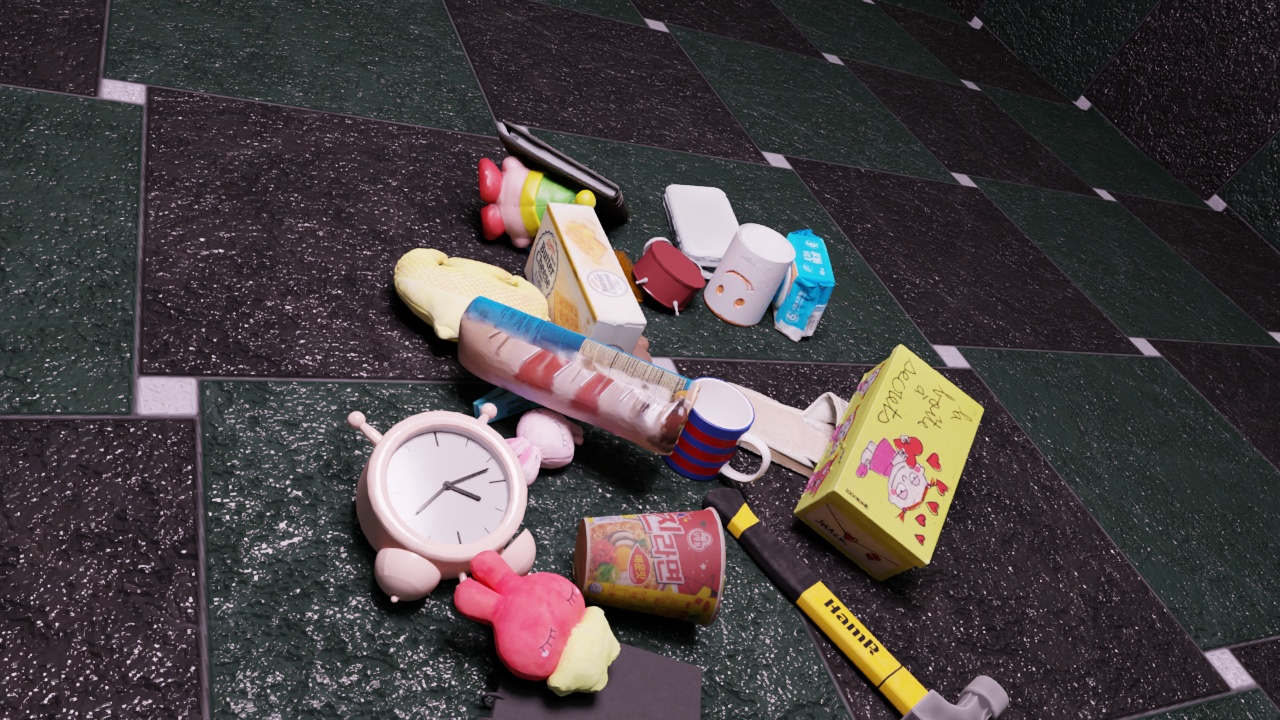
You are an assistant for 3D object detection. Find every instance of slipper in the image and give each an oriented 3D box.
[{"bbox_3d":[0.202,0.085,1.017,0.272,0.054,0.114,18,42,-9],"label":"slipper"}]

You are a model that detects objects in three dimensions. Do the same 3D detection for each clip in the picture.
[{"bbox_3d":[-0.097,0.029,0.912,0.118,0.033,0.120,10,33,5],"label":"clip"}]

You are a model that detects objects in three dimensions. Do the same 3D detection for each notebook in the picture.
[{"bbox_3d":[-0.094,-0.231,1.154,0.169,0.029,0.209,28,-1,3],"label":"notebook"},{"bbox_3d":[-0.039,0.296,0.646,0.169,0.019,0.230,20,37,-10],"label":"notebook"}]

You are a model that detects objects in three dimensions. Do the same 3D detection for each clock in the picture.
[{"bbox_3d":[-0.165,0.116,0.755,0.130,0.086,0.160,-3,54,-32],"label":"clock"},{"bbox_3d":[0.037,-0.109,1.144,0.087,0.044,0.124,37,25,-9],"label":"clock"}]

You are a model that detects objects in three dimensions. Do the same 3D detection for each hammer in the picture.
[{"bbox_3d":[0.171,0.235,0.835,0.169,0.034,0.324,-19,54,-42],"label":"hammer"}]

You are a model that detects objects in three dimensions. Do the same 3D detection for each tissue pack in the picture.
[{"bbox_3d":[0.208,-0.102,1.211,0.061,0.093,0.144,12,38,-6],"label":"tissue pack"}]

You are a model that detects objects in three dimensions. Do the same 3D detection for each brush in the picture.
[{"bbox_3d":[-0.035,-0.121,1.152,0.048,0.017,0.126,2,43,-28],"label":"brush"}]

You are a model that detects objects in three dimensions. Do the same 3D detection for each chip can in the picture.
[{"bbox_3d":[-0.062,0.014,0.859,0.229,0.080,0.079,22,37,5],"label":"chip can"}]

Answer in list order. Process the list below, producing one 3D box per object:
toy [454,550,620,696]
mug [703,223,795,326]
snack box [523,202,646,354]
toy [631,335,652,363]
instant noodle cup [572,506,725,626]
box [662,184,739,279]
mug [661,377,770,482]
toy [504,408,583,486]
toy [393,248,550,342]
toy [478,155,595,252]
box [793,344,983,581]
[{"bbox_3d":[-0.077,0.195,0.688,0.135,0.045,0.091,36,35,1],"label":"toy"},{"bbox_3d":[0.138,-0.108,1.164,0.082,0.106,0.082,16,38,-13],"label":"mug"},{"bbox_3d":[-0.066,-0.072,1.002,0.057,0.104,0.207,3,42,-27],"label":"snack box"},{"bbox_3d":[-0.006,0.006,0.995,0.055,0.042,0.101,41,23,-57],"label":"toy"},{"bbox_3d":[0.004,0.169,0.768,0.112,0.101,0.100,7,40,-12],"label":"instant noodle cup"},{"bbox_3d":[0.091,-0.188,1.282,0.118,0.063,0.213,11,40,-15],"label":"box"},{"bbox_3d":[0.080,0.081,0.926,0.112,0.076,0.074,41,39,19],"label":"mug"},{"bbox_3d":[-0.097,0.078,0.854,0.063,0.047,0.109,30,39,20],"label":"toy"},{"bbox_3d":[-0.177,-0.064,0.964,0.170,0.065,0.154,19,32,-11],"label":"toy"},{"bbox_3d":[-0.124,-0.179,1.088,0.131,0.124,0.097,-3,15,-12],"label":"toy"},{"bbox_3d":[0.261,0.100,0.945,0.124,0.079,0.220,40,55,-2],"label":"box"}]
